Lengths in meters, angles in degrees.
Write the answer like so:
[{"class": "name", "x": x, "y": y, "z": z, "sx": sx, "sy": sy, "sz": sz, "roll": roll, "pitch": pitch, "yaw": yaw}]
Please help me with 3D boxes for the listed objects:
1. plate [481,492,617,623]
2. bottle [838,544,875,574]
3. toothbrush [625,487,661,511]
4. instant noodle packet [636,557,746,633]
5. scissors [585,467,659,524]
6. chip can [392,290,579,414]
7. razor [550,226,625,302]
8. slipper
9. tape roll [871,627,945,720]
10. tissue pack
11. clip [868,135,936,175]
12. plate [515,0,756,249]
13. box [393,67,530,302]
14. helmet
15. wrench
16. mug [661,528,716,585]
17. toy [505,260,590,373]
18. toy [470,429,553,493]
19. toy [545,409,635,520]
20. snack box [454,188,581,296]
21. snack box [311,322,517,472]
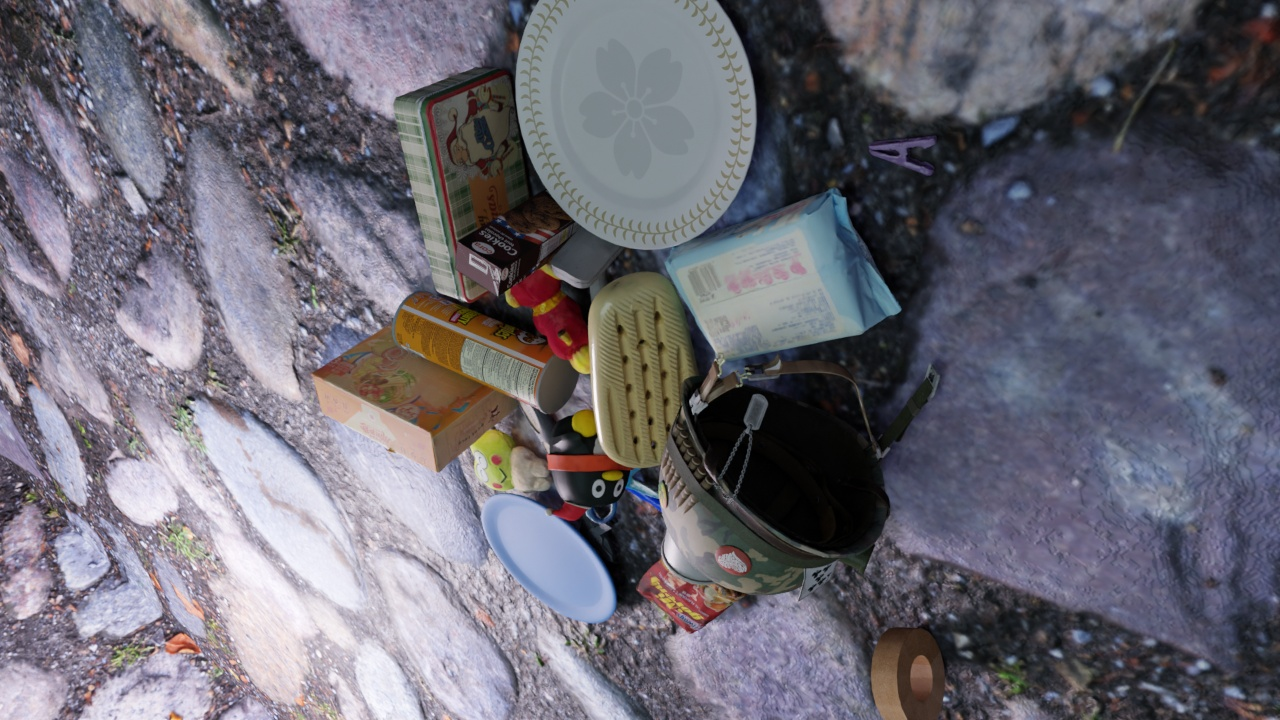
[{"class": "plate", "x": -0.118, "y": 0.258, "z": 1.219, "sx": 0.224, "sy": 0.024, "sz": 0.225, "roll": 24, "pitch": 137, "yaw": 25}, {"class": "bottle", "x": 0.127, "y": 0.153, "z": 0.907, "sx": 0.207, "sy": 0.071, "sz": 0.072, "roll": 22, "pitch": 132, "yaw": 18}, {"class": "toothbrush", "x": 0.025, "y": 0.170, "z": 1.046, "sx": 0.182, "sy": 0.018, "sz": 0.016, "roll": 34, "pitch": 122, "yaw": 15}, {"class": "instant noodle packet", "x": 0.059, "y": 0.265, "z": 1.075, "sx": 0.098, "sy": 0.039, "sz": 0.136, "roll": 37, "pitch": 136, "yaw": 2}, {"class": "scissors", "x": -0.029, "y": 0.142, "z": 1.056, "sx": 0.134, "sy": 0.012, "sz": 0.134, "roll": 22, "pitch": 112, "yaw": 25}, {"class": "chip can", "x": -0.176, "y": -0.012, "z": 1.036, "sx": 0.215, "sy": 0.075, "sz": 0.075, "roll": 22, "pitch": 131, "yaw": 26}, {"class": "razor", "x": -0.041, "y": -0.080, "z": 0.890, "sx": 0.047, "sy": 0.088, "sz": 0.116, "roll": 30, "pitch": 154, "yaw": 19}, {"class": "slipper", "x": -0.005, "y": 0.005, "z": 0.883, "sx": 0.262, "sy": 0.111, "sz": 0.079, "roll": 81, "pitch": 163, "yaw": -48}, {"class": "tape roll", "x": 0.263, "y": 0.310, "z": 0.899, "sx": 0.027, "sy": 0.093, "sz": 0.094, "roll": -12, "pitch": 111, "yaw": 44}, {"class": "tissue pack", "x": 0.115, "y": -0.067, "z": 0.762, "sx": 0.182, "sy": 0.069, "sz": 0.112, "roll": -14, "pitch": 110, "yaw": 42}, {"class": "clip", "x": 0.197, "y": -0.150, "z": 0.676, "sx": 0.050, "sy": 0.014, "sz": 0.046, "roll": -15, "pitch": 112, "yaw": 41}, {"class": "plate", "x": -0.008, "y": -0.213, "z": 0.776, "sx": 0.243, "sy": 0.016, "sz": 0.243, "roll": 16, "pitch": 120, "yaw": 30}, {"class": "box", "x": -0.160, "y": -0.168, "z": 0.881, "sx": 0.050, "sy": 0.117, "sz": 0.206, "roll": 21, "pitch": 130, "yaw": 33}, {"class": "helmet", "x": 0.115, "y": 0.085, "z": 0.769, "sx": 0.192, "sy": 0.224, "sz": 0.236, "roll": 14, "pitch": 105, "yaw": -21}, {"class": "wrench", "x": -0.089, "y": 0.131, "z": 1.109, "sx": 0.074, "sy": 0.022, "sz": 0.273, "roll": -7, "pitch": 116, "yaw": 48}, {"class": "mug", "x": 0.081, "y": 0.190, "z": 0.971, "sx": 0.113, "sy": 0.084, "sz": 0.071, "roll": 22, "pitch": 130, "yaw": 17}, {"class": "toy", "x": -0.083, "y": -0.042, "z": 0.922, "sx": 0.137, "sy": 0.067, "sz": 0.105, "roll": 58, "pitch": -179, "yaw": -24}, {"class": "toy", "x": -0.163, "y": 0.131, "z": 1.154, "sx": 0.115, "sy": 0.046, "sz": 0.092, "roll": 15, "pitch": 128, "yaw": 21}, {"class": "toy", "x": -0.053, "y": 0.114, "z": 0.998, "sx": 0.100, "sy": 0.097, "sz": 0.119, "roll": -6, "pitch": 82, "yaw": 54}, {"class": "snack box", "x": -0.104, "y": -0.115, "z": 0.853, "sx": 0.051, "sy": 0.140, "sz": 0.032, "roll": 33, "pitch": 136, "yaw": 17}, {"class": "snack box", "x": -0.268, "y": 0.043, "z": 1.100, "sx": 0.195, "sy": 0.144, "sz": 0.081, "roll": 21, "pitch": 131, "yaw": 26}]
